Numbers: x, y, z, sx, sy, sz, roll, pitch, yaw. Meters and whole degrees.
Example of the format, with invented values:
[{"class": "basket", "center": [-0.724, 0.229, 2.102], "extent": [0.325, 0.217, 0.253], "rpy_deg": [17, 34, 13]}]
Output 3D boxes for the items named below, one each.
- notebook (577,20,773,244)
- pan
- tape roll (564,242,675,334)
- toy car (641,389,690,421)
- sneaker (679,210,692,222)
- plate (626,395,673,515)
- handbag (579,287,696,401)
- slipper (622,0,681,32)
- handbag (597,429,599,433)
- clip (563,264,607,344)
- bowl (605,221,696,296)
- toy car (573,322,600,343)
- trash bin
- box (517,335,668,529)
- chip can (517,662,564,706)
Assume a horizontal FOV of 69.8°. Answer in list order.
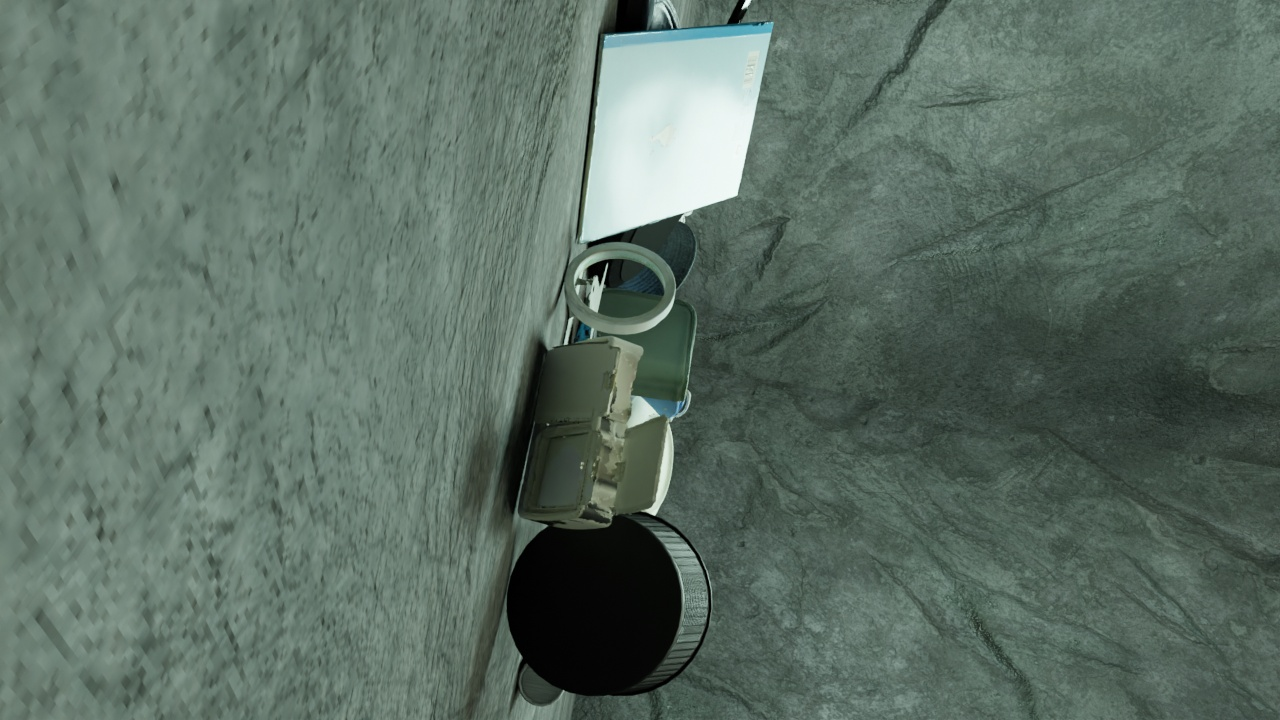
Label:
[{"class": "notebook", "center": [0.037, -0.216, 0.848], "extent": [0.252, 0.009, 0.181], "rpy_deg": [-25, 135, -46]}, {"class": "pan", "center": [0.047, -0.225, 0.945], "extent": [0.357, 0.034, 0.224], "rpy_deg": [-61, 172, 29]}, {"class": "tape roll", "center": [-0.017, -0.061, 0.765], "extent": [0.013, 0.093, 0.092], "rpy_deg": [96, 4, -52]}, {"class": "toy car", "center": [-0.006, 0.006, 1.038], "extent": [0.054, 0.153, 0.056], "rpy_deg": [-33, 161, -30]}, {"class": "sneaker", "center": [0.036, -0.213, 1.287], "extent": [0.111, 0.116, 0.294], "rpy_deg": [-74, 173, -75]}, {"class": "plate", "center": [0.003, 0.120, 1.085], "extent": [0.182, 0.034, 0.182], "rpy_deg": [4, 90, -68]}, {"class": "handbag", "center": [-0.007, -0.012, 0.972], "extent": [0.067, 0.122, 0.106], "rpy_deg": [100, -1, -57]}, {"class": "slipper", "center": [0.021, -0.290, 0.922], "extent": [0.266, 0.083, 0.108], "rpy_deg": [100, -2, -65]}, {"class": "handbag", "center": [-0.039, 0.105, 1.098], "extent": [0.171, 0.060, 0.109], "rpy_deg": [13, 86, -67]}, {"class": "clip", "center": [-0.043, -0.054, 0.840], "extent": [0.060, 0.052, 0.101], "rpy_deg": [126, -24, -64]}, {"class": "bowl", "center": [-0.004, -0.130, 1.122], "extent": [0.057, 0.137, 0.136], "rpy_deg": [38, 52, -41]}, {"class": "toy car", "center": [-0.057, 0.010, 0.893], "extent": [0.048, 0.032, 0.105], "rpy_deg": [-72, 167, -74]}, {"class": "trash bin", "center": [-0.029, 0.218, 0.835], "extent": [0.210, 0.184, 0.184], "rpy_deg": [71, 29, -75]}, {"class": "box", "center": [-0.026, 0.047, 0.666], "extent": [0.185, 0.044, 0.143], "rpy_deg": [-15, -119, 52]}, {"class": "chip can", "center": [-0.101, 0.342, 1.060], "extent": [0.215, 0.052, 0.051], "rpy_deg": [71, 29, -86]}]
